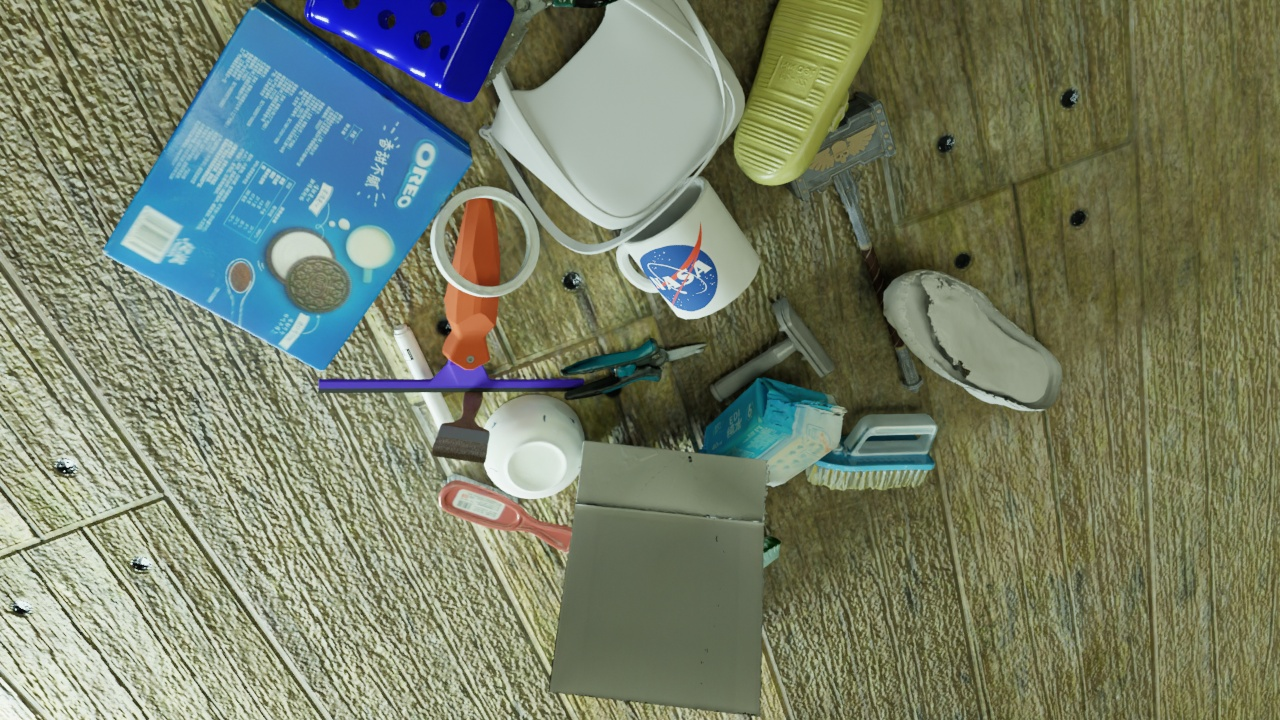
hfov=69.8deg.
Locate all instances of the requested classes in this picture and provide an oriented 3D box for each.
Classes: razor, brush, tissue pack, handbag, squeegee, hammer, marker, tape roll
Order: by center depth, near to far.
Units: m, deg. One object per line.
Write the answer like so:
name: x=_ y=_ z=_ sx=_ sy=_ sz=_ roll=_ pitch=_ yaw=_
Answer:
handbag: x=-0.046 y=-0.222 z=0.745 sx=0.216 sy=0.095 sz=0.222 roll=-44 pitch=104 yaw=11
tape roll: x=-0.131 y=-0.100 z=0.780 sx=0.093 sy=0.013 sz=0.093 roll=-1 pitch=92 yaw=-26
squeegee: x=-0.151 y=-0.056 z=0.818 sx=0.249 sy=0.055 sz=0.185 roll=1 pitch=105 yaw=-27
brush: x=-0.153 y=0.051 z=0.823 sx=0.045 sy=0.143 sz=0.008 roll=10 pitch=113 yaw=-7
marker: x=-0.203 y=0.024 z=0.871 sx=0.020 sy=0.017 sz=0.134 roll=0 pitch=123 yaw=30
hammer: x=0.226 y=-0.090 z=0.889 sx=0.098 sy=0.044 sz=0.322 roll=-27 pitch=121 yaw=3
razor: x=0.121 y=0.003 z=0.915 sx=0.116 sy=0.047 sz=0.088 roll=-34 pitch=118 yaw=15
tissue pack: x=0.131 y=0.071 z=0.915 sx=0.092 sy=0.061 sz=0.145 roll=18 pitch=144 yaw=-18
brush: x=-0.127 y=0.159 z=0.946 sx=0.172 sy=0.030 sz=0.041 roll=26 pitch=108 yaw=-20
brush: x=0.241 y=0.094 z=0.972 sx=0.135 sy=0.055 sz=0.075 roll=-1 pitch=121 yaw=-11

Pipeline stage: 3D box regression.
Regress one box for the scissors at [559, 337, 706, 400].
scissors: x=-0.009 y=0.002 z=0.892 sx=0.138 sy=0.019 sz=0.129 roll=28 pitch=108 yaw=-33

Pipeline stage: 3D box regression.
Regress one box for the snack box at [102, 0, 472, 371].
snack box: x=-0.284 y=-0.135 z=0.753 sx=0.195 sy=0.056 sz=0.239 roll=33 pitch=105 yaw=-24

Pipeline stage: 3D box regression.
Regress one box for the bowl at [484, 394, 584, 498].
bowl: x=-0.104 y=0.091 z=0.904 sx=0.105 sy=0.054 sz=0.105 roll=-4 pitch=116 yaw=-9

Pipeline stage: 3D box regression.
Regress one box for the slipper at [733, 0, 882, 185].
slipper: x=0.147 y=-0.232 z=0.769 sx=0.081 sy=0.092 sz=0.190 roll=15 pitch=99 yaw=-54

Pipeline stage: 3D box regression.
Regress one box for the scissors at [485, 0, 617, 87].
scissors: x=-0.084 y=-0.313 z=0.703 sx=0.209 sy=0.015 sz=0.154 roll=-32 pitch=96 yaw=8

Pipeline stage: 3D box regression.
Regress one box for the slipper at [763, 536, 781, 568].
slipper: x=0.054 y=0.294 z=1.008 sx=0.276 sy=0.069 sz=0.116 roll=-39 pitch=162 yaw=5

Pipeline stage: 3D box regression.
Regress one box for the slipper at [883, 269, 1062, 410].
slipper: x=0.325 y=-0.019 z=0.911 sx=0.246 sy=0.075 sz=0.112 roll=26 pitch=66 yaw=-33

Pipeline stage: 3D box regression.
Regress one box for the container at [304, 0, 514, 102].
container: x=-0.166 y=-0.255 z=0.675 sx=0.113 sy=0.084 sz=0.085 roll=30 pitch=103 yaw=2

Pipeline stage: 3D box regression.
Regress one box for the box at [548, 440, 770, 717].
box: x=0.018 y=0.185 z=0.710 sx=0.167 sy=0.505 sz=0.149 roll=5 pitch=111 yaw=2

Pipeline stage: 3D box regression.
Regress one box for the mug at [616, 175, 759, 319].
mug: x=0.032 y=-0.096 z=0.824 sx=0.122 sy=0.090 sz=0.090 roll=-16 pitch=125 yaw=37
